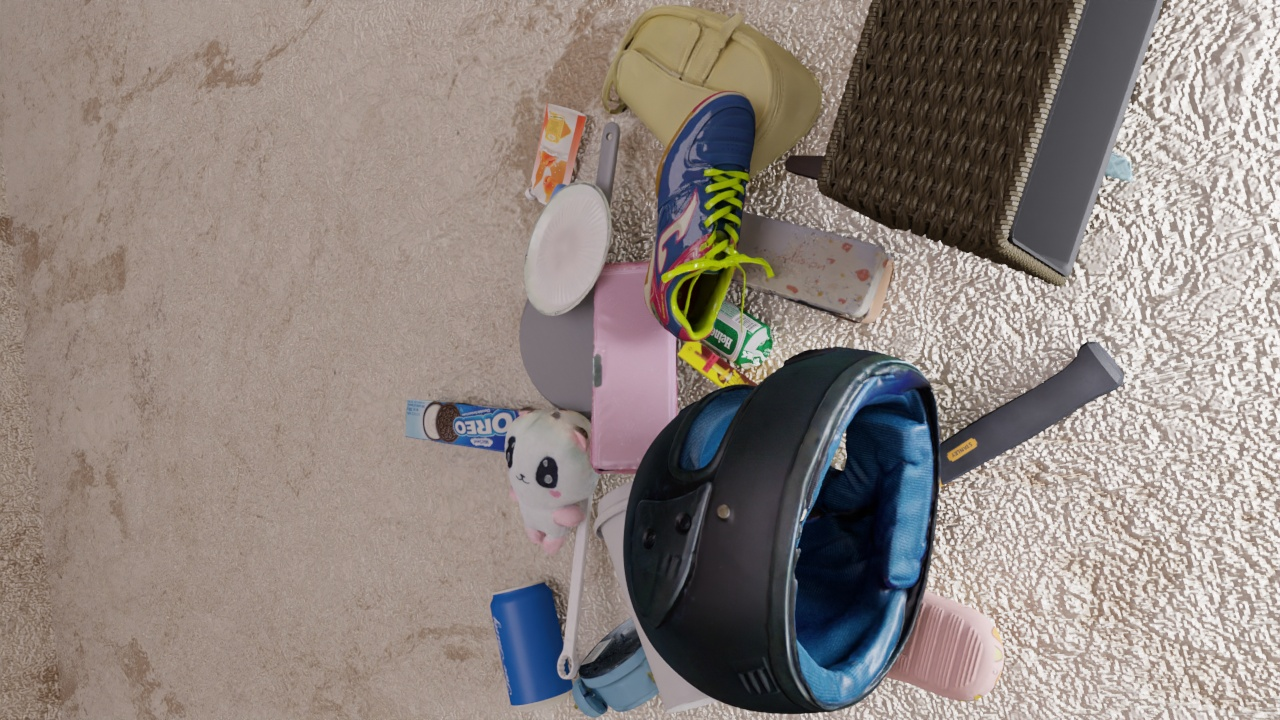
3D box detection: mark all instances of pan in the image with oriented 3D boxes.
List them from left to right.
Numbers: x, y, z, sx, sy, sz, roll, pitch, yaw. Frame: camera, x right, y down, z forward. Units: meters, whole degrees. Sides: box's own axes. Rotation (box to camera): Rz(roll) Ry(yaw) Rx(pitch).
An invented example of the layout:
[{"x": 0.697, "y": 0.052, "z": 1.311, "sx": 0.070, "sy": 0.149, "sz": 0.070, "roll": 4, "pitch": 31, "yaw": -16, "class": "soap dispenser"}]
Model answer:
[{"x": -0.059, "y": -0.095, "z": 1.070, "sx": 0.201, "sy": 0.050, "sz": 0.357, "roll": 14, "pitch": 107, "yaw": 28, "class": "pan"}]

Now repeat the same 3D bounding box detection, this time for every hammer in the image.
[{"x": 0.284, "y": 0.082, "z": 0.839, "sx": 0.313, "sy": 0.035, "sz": 0.139, "roll": -41, "pitch": 68, "yaw": 31, "class": "hammer"}]

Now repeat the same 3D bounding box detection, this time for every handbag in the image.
[{"x": 0.061, "y": -0.284, "z": 0.973, "sx": 0.233, "sy": 0.088, "sz": 0.191, "roll": 51, "pitch": 122, "yaw": 25, "class": "handbag"}]

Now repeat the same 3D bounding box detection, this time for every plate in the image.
[{"x": -0.081, "y": -0.125, "z": 1.034, "sx": 0.157, "sy": 0.014, "sz": 0.156, "roll": -18, "pitch": 65, "yaw": 45, "class": "plate"}]

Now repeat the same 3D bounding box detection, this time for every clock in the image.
[{"x": -0.019, "y": 0.340, "z": 1.029, "sx": 0.162, "sy": 0.117, "sz": 0.060, "roll": -33, "pitch": 94, "yaw": 38, "class": "clock"}]

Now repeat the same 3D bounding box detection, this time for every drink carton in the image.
[{"x": -0.106, "y": -0.251, "z": 1.140, "sx": 0.069, "sy": 0.038, "sz": 0.122, "roll": 29, "pitch": 114, "yaw": 33, "class": "drink carton"}]

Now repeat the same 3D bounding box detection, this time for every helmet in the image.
[{"x": 0.105, "y": 0.136, "z": 0.803, "sx": 0.236, "sy": 0.248, "sz": 0.316, "roll": 13, "pitch": 98, "yaw": 50, "class": "helmet"}]

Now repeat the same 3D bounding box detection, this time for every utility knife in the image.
[{"x": 0.328, "y": -0.197, "z": 0.807, "sx": 0.213, "sy": 0.020, "sz": 0.029, "roll": 31, "pitch": 110, "yaw": 34, "class": "utility knife"}]

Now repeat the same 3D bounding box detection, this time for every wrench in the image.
[{"x": -0.072, "y": 0.233, "z": 1.084, "sx": 0.047, "sy": 0.009, "sz": 0.273, "roll": -12, "pitch": 66, "yaw": 47, "class": "wrench"}]

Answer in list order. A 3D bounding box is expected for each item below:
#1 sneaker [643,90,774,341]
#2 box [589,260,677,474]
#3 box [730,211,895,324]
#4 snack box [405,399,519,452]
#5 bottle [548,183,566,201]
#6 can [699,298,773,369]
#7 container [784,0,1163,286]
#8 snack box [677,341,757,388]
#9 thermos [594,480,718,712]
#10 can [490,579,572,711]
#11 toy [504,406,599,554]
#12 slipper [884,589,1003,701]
[{"x": 0.073, "y": -0.133, "z": 0.886, "sx": 0.091, "sy": 0.116, "sz": 0.242, "roll": -129, "pitch": 46, "yaw": -57, "class": "sneaker"}, {"x": -0.005, "y": 0.006, "z": 0.978, "sx": 0.098, "sy": 0.037, "sz": 0.232, "roll": -3, "pitch": 72, "yaw": 6, "class": "box"}, {"x": 0.148, "y": -0.100, "z": 0.933, "sx": 0.216, "sy": 0.062, "sz": 0.081, "roll": 22, "pitch": 100, "yaw": 35, "class": "box"}, {"x": -0.220, "y": 0.086, "z": 1.217, "sx": 0.227, "sy": 0.059, "sz": 0.059, "roll": 5, "pitch": 90, "yaw": 38, "class": "snack box"}, {"x": -0.108, "y": -0.149, "z": 1.130, "sx": 0.048, "sy": 0.048, "sz": 0.131, "roll": 41, "pitch": 114, "yaw": 30, "class": "bottle"}, {"x": 0.091, "y": -0.033, "z": 0.973, "sx": 0.101, "sy": 0.053, "sz": 0.053, "roll": 36, "pitch": 112, "yaw": 32, "class": "can"}, {"x": 0.270, "y": -0.249, "z": 0.739, "sx": 0.205, "sy": 0.176, "sz": 0.321, "roll": 21, "pitch": 98, "yaw": 38, "class": "container"}, {"x": 0.108, "y": 0.031, "z": 0.955, "sx": 0.149, "sy": 0.061, "sz": 0.025, "roll": 38, "pitch": 91, "yaw": 31, "class": "snack box"}, {"x": 0.035, "y": 0.240, "z": 0.952, "sx": 0.132, "sy": 0.131, "sz": 0.221, "roll": -35, "pitch": 59, "yaw": 33, "class": "thermos"}, {"x": -0.136, "y": 0.353, "z": 1.141, "sx": 0.079, "sy": 0.078, "sz": 0.146, "roll": -21, "pitch": 78, "yaw": 36, "class": "can"}, {"x": -0.106, "y": 0.140, "z": 1.085, "sx": 0.139, "sy": 0.101, "sz": 0.180, "roll": 20, "pitch": 107, "yaw": 38, "class": "toy"}, {"x": 0.256, "y": 0.250, "z": 0.835, "sx": 0.198, "sy": 0.081, "sz": 0.093, "roll": -3, "pitch": 71, "yaw": 60, "class": "slipper"}]
